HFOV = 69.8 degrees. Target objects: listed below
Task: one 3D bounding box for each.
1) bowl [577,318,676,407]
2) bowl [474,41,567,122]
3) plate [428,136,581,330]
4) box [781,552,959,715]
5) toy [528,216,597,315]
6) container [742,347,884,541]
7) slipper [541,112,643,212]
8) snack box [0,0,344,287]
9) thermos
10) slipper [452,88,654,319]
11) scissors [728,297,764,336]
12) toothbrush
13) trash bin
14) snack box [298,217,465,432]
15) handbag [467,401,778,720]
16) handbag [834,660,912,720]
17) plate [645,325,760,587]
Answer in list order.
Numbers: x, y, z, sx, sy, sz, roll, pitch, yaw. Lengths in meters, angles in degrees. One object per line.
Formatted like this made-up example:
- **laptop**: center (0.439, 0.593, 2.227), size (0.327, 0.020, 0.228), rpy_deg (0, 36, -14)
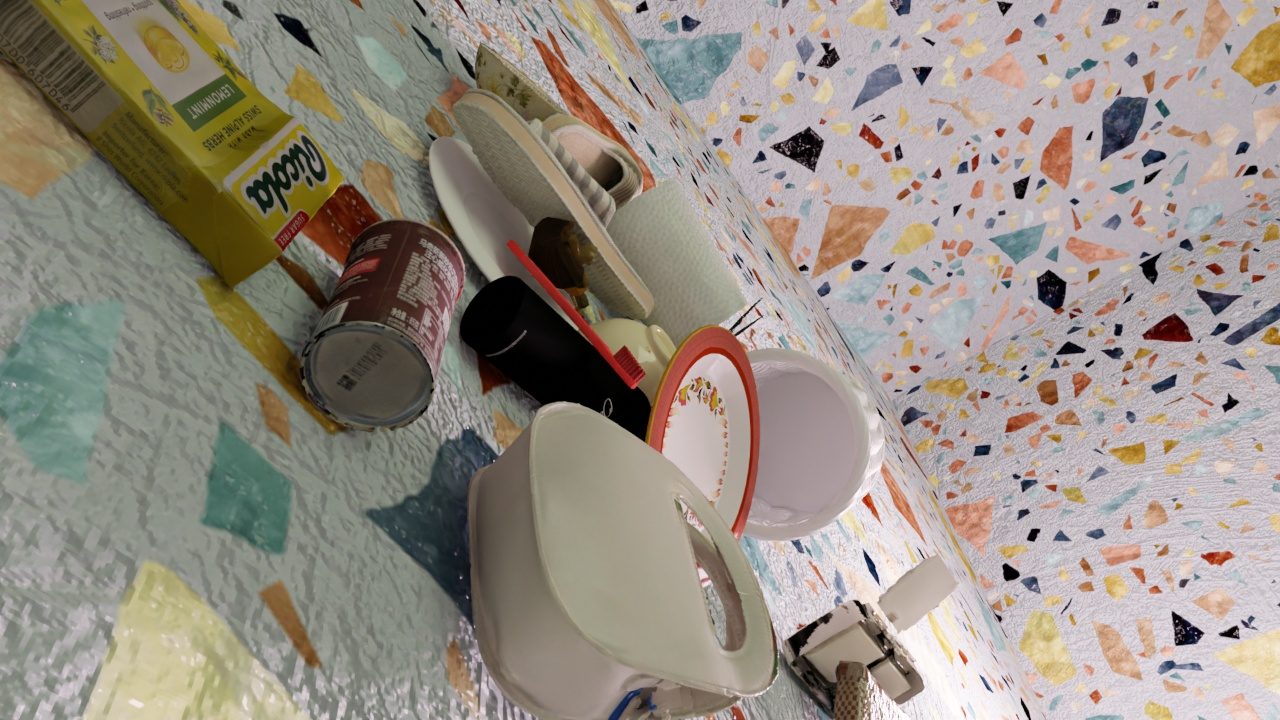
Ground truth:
- **bowl**: center (-0.005, 0.005, 0.857), size (0.118, 0.074, 0.117), rpy_deg (51, 18, -24)
- **bowl**: center (-0.127, -0.261, 0.964), size (0.145, 0.063, 0.145), rpy_deg (39, 11, -9)
- **plate**: center (-0.122, -0.108, 0.825), size (0.208, 0.015, 0.208), rpy_deg (51, 18, -24)
- **box**: center (0.241, 0.265, 0.937), size (0.143, 0.184, 0.098), rpy_deg (51, 11, -31)
- **toy**: center (-0.064, -0.079, 0.812), size (0.076, 0.062, 0.100), rpy_deg (-109, 179, -46)
- **container**: center (0.160, 0.088, 0.985), size (0.189, 0.190, 0.186), rpy_deg (63, 16, 13)
- **slipper**: center (-0.058, -0.185, 0.983), size (0.052, 0.115, 0.262), rpy_deg (52, 9, 16)
- **snack box**: center (-0.242, -0.138, 0.476), size (0.181, 0.045, 0.121), rpy_deg (51, 17, -23)
- **thermos**: center (-0.044, 0.024, 0.734), size (0.231, 0.061, 0.061), rpy_deg (44, 22, -41)
- **slipper**: center (-0.068, -0.139, 0.844), size (0.114, 0.054, 0.273), rpy_deg (23, -24, 54)
- **scissors**: center (0.070, -0.003, 0.999), size (0.012, 0.170, 0.158), rpy_deg (43, -22, -15)
- **toothbrush**: center (-0.054, -0.045, 0.726), size (0.212, 0.018, 0.012), rpy_deg (48, 3, 40)
- **trash bin**: center (0.032, -0.098, 1.025), size (0.161, 0.133, 0.133), rpy_deg (55, 17, 1)
- **snack box**: center (-0.142, -0.023, 0.519), size (0.072, 0.072, 0.121), rpy_deg (49, 20, -29)
- **handbag**: center (-0.008, 0.132, 0.561), size (0.199, 0.093, 0.200), rpy_deg (27, 32, -30)
- **handbag**: center (0.231, 0.387, 0.879), size (0.186, 0.047, 0.123), rpy_deg (49, 40, -30)
- **plate**: center (0.052, 0.084, 0.803), size (0.229, 0.021, 0.230), rpy_deg (-10, 102, -60)
